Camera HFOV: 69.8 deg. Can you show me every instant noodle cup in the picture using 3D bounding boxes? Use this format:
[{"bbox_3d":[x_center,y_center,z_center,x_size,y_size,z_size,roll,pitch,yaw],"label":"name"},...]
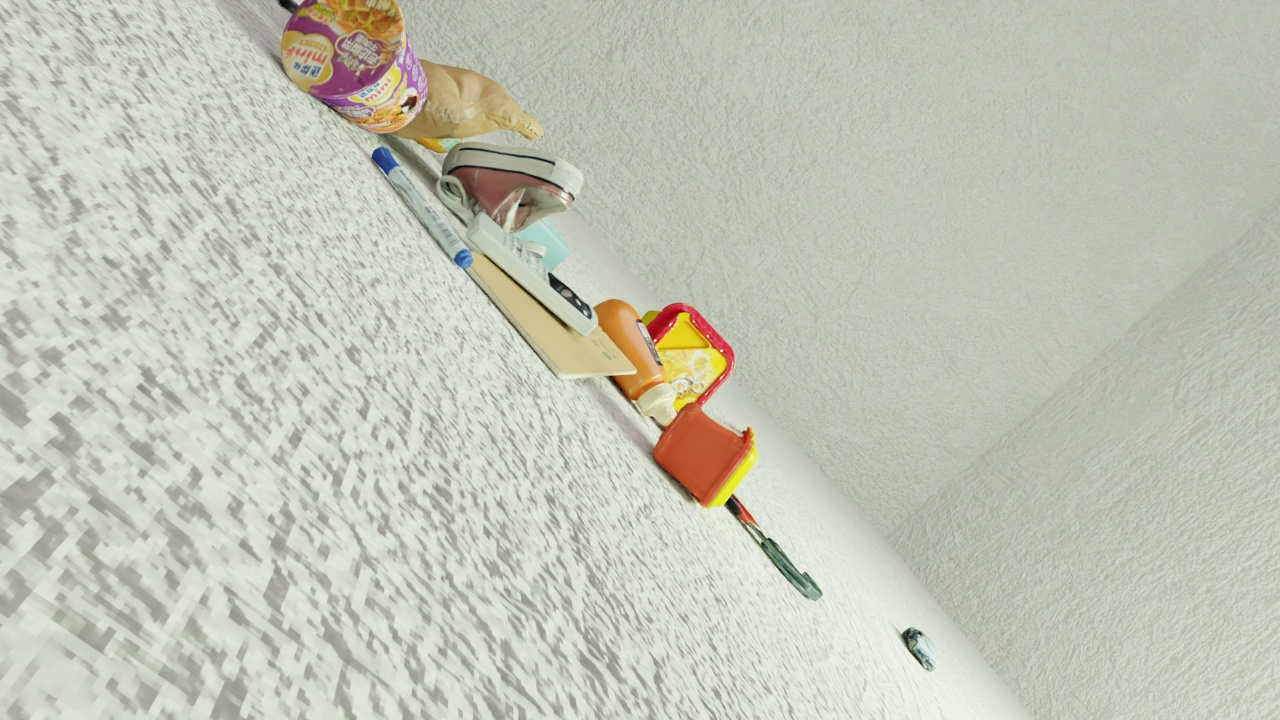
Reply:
[{"bbox_3d":[0.030,-0.003,1.088,0.116,0.116,0.124,45,-5,-19],"label":"instant noodle cup"},{"bbox_3d":[-0.247,-0.263,0.825,0.111,0.111,0.099,49,-2,16],"label":"instant noodle cup"}]

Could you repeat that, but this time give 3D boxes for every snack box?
[{"bbox_3d":[-0.144,-0.169,1.167,0.074,0.051,0.174,46,6,-27],"label":"snack box"},{"bbox_3d":[0.059,0.082,0.841,0.080,0.082,0.091,38,5,2],"label":"snack box"}]

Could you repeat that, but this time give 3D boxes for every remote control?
[{"bbox_3d":[-0.099,-0.080,0.855,0.150,0.021,0.058,40,14,-20],"label":"remote control"}]

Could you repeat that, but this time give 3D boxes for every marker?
[{"bbox_3d":[-0.186,-0.131,0.783,0.146,0.017,0.017,49,6,21],"label":"marker"}]

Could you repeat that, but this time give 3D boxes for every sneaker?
[{"bbox_3d":[-0.150,-0.169,0.961,0.118,0.087,0.241,28,-8,-38],"label":"sneaker"}]

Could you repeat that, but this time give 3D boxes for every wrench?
[{"bbox_3d":[0.097,0.146,0.976,0.273,0.016,0.056,49,6,14],"label":"wrench"}]

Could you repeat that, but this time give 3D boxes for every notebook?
[{"bbox_3d":[-0.081,-0.041,0.860,0.148,0.008,0.207,49,13,11],"label":"notebook"}]

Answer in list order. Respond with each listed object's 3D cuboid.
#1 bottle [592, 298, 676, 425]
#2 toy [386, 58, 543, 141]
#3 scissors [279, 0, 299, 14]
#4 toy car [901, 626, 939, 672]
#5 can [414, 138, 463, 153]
[{"bbox_3d":[-0.006,0.006,0.977,0.149,0.067,0.066,57,9,20],"label":"bottle"},{"bbox_3d":[-0.197,-0.276,0.992,0.143,0.083,0.225,34,25,22],"label":"toy"},{"bbox_3d":[-0.414,-0.425,1.142,0.133,0.014,0.175,49,3,26],"label":"scissors"},{"bbox_3d":[0.421,0.428,1.368,0.049,0.031,0.105,47,7,6],"label":"toy car"},{"bbox_3d":[-0.261,-0.293,1.113,0.058,0.058,0.146,48,6,3],"label":"can"}]
